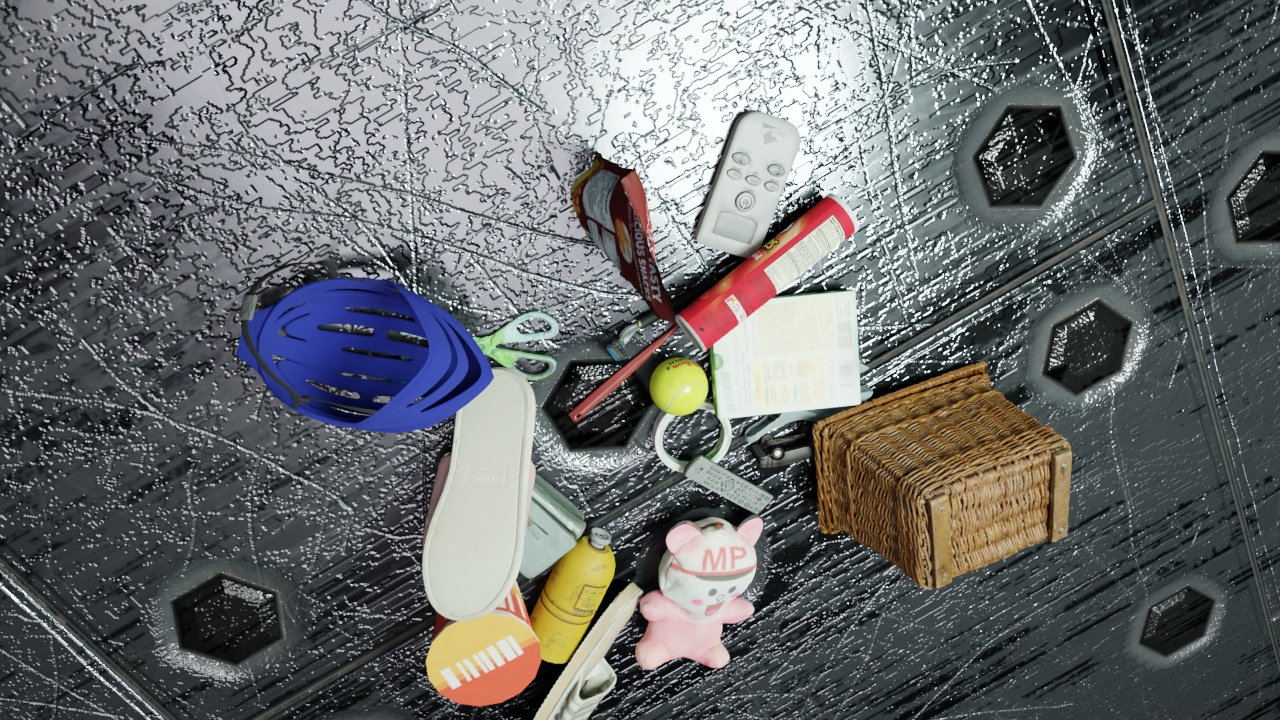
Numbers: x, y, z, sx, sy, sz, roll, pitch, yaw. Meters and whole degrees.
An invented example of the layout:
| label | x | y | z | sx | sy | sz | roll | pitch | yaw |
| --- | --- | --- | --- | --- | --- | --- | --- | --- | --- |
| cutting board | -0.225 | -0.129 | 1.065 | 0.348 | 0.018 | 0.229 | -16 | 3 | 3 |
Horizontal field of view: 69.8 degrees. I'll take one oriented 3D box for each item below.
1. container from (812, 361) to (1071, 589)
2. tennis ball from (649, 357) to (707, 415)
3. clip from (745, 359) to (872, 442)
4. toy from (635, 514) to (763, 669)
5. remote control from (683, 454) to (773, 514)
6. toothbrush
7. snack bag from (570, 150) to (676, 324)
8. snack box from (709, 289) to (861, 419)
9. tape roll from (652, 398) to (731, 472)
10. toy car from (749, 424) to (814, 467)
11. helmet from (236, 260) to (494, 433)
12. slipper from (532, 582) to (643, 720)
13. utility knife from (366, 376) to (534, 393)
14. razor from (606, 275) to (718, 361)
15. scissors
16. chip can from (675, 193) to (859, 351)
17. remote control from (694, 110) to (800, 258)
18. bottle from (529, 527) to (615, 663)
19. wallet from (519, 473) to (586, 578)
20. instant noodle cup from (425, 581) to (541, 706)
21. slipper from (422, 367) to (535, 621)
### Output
| label | x | y | z | sx | sy | sz | roll | pitch | yaw |
| --- | --- | --- | --- | --- | --- | --- | --- | --- | --- |
| container | 0.355 | 0.136 | 1.054 | 0.249 | 0.183 | 0.162 | -18 | 117 | -16 |
| tennis ball | 0.043 | 0.029 | 1.028 | 0.065 | 0.065 | 0.065 | -4 | 113 | -10 |
| clip | 0.190 | 0.026 | 1.080 | 0.163 | 0.028 | 0.115 | -18 | 113 | -5 |
| toy | 0.070 | 0.282 | 1.128 | 0.142 | 0.084 | 0.213 | 6 | 113 | -19 |
| remote control | 0.106 | 0.150 | 1.105 | 0.136 | 0.013 | 0.033 | 32 | 106 | -32 |
| toothbrush | -0.006 | 0.006 | 1.034 | 0.190 | 0.016 | 0.016 | -41 | 118 | 6 |
| snack bag | -0.019 | -0.126 | 0.873 | 0.066 | 0.207 | 0.139 | -14 | 114 | -7 |
| snack box | 0.163 | -0.008 | 1.040 | 0.168 | 0.027 | 0.132 | -6 | 98 | -7 |
| tape roll | 0.061 | 0.088 | 1.082 | 0.093 | 0.018 | 0.094 | -4 | 112 | -10 |
| toy car | 0.180 | 0.107 | 1.102 | 0.092 | 0.040 | 0.037 | -13 | 114 | -9 |
| helmet | -0.268 | -0.013 | 0.862 | 0.241 | 0.228 | 0.147 | 8 | 78 | 2 |
| slipper | -0.067 | 0.396 | 1.137 | 0.054 | 0.114 | 0.273 | 33 | 102 | 21 |
| utility knife | -0.208 | 0.029 | 1.003 | 0.185 | 0.015 | 0.031 | 7 | 113 | -16 |
| razor | 0.023 | -0.051 | 1.017 | 0.144 | 0.022 | 0.043 | -35 | 157 | -1 |
| scissors | -0.175 | -0.008 | 0.996 | 0.175 | 0.032 | 0.093 | -5 | 115 | -5 |
| chip can | 0.136 | -0.094 | 0.988 | 0.214 | 0.052 | 0.052 | -38 | 115 | -4 |
| remote control | 0.116 | -0.187 | 0.980 | 0.074 | 0.019 | 0.151 | 14 | 108 | -17 |
| bottle | -0.078 | 0.276 | 1.100 | 0.071 | 0.071 | 0.164 | 20 | 107 | -19 |
| wallet | -0.140 | 0.182 | 1.063 | 0.100 | 0.054 | 0.131 | -45 | 109 | 7 |
| instant noodle cup | -0.184 | 0.308 | 1.063 | 0.123 | 0.121 | 0.123 | -4 | 113 | -10 |
| slipper | -0.170 | 0.143 | 0.992 | 0.114 | 0.054 | 0.274 | 11 | 87 | 4 |
